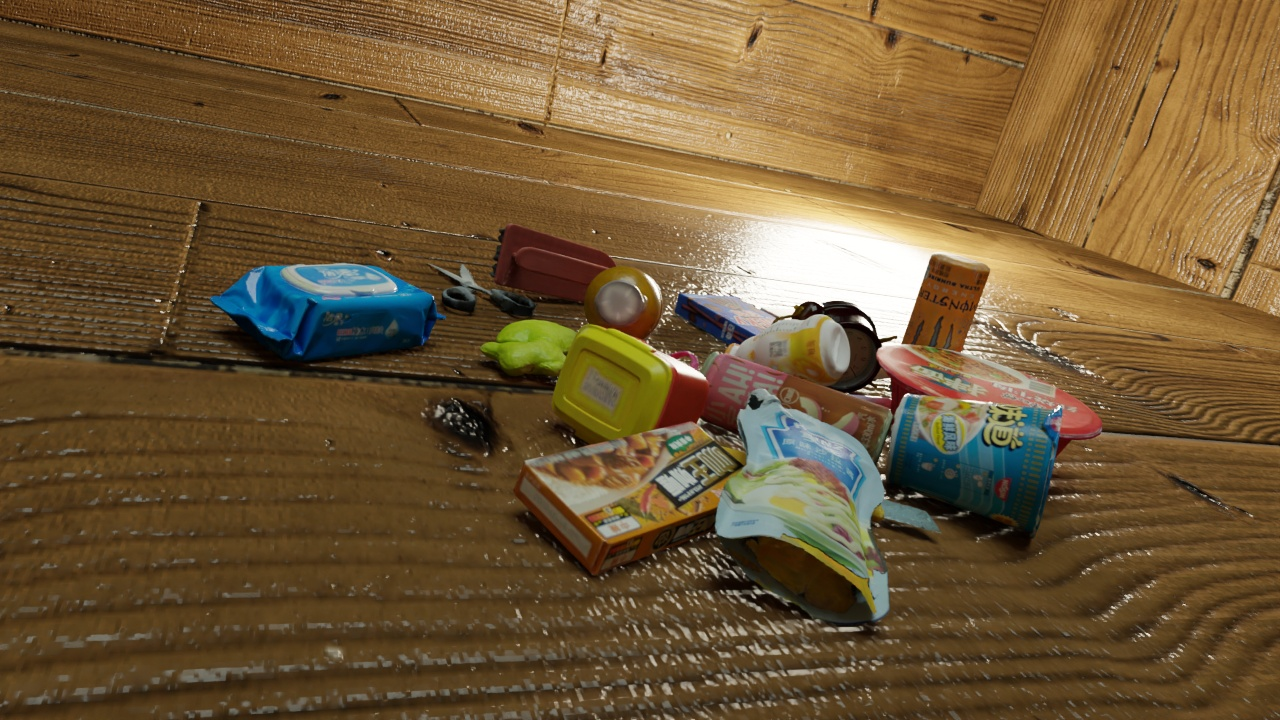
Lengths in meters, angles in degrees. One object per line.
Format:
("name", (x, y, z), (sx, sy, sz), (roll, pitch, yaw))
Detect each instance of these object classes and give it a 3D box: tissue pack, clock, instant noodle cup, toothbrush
("tissue pack", (-0.239, -0.042, 0.716), (0.095, 0.052, 0.156), (26, 22, 33))
("clock", (0.180, -0.015, 0.888), (0.122, 0.082, 0.055), (14, 24, -7))
("instant noodle cup", (0.294, 0.049, 0.806), (0.194, 0.066, 0.193), (11, 19, -4))
("toothbrush", (0.158, 0.038, 0.815), (0.188, 0.021, 0.029), (2, -11, -34))
("instant noodle cup", (0.243, 0.068, 0.678), (0.110, 0.099, 0.099), (12, 17, 22))

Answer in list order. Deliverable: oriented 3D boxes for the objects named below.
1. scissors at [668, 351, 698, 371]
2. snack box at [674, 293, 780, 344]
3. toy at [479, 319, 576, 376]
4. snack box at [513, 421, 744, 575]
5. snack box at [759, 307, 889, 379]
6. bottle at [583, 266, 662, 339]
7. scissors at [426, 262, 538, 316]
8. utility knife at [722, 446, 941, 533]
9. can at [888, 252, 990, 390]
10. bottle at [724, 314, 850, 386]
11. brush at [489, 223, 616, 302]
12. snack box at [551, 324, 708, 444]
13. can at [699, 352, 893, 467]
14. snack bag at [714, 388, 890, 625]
("scissors", (-0.004, 0.002, 0.751), (0.017, 0.077, 0.137), (52, -10, -36))
("snack box", (0.116, -0.035, 0.987), (0.084, 0.026, 0.157), (-1, 23, -38))
("toy", (-0.088, -0.012, 0.770), (0.096, 0.031, 0.100), (4, 20, -18))
("snack box", (0.004, 0.078, 0.556), (0.153, 0.026, 0.075), (-8, 39, -48))
("snack box", (0.208, -0.020, 1.010), (0.084, 0.026, 0.157), (-1, 23, -37))
("bottle", (-0.014, -0.048, 0.804), (0.068, 0.068, 0.189), (14, 3, 1))
("scissors", (-0.171, -0.075, 0.926), (0.159, 0.014, 0.170), (17, 17, 13))
("utility knife", (0.112, 0.089, 0.634), (0.193, 0.015, 0.033), (16, 39, 6))
("can", (0.296, -0.032, 0.913), (0.058, 0.146, 0.058), (12, 19, -4))
("bottle", (0.129, -0.004, 0.818), (0.109, 0.063, 0.063), (-8, 2, 38))
("brush", (-0.080, -0.095, 0.956), (0.145, 0.063, 0.069), (11, 4, -37))
("snack box", (-0.005, 0.025, 0.655), (0.091, 0.082, 0.080), (28, 10, 35))
("can", (0.116, 0.041, 0.712), (0.147, 0.058, 0.057), (19, 19, 17))
("snack bag", (0.104, 0.080, 0.572), (0.110, 0.039, 0.190), (22, 26, 3))
